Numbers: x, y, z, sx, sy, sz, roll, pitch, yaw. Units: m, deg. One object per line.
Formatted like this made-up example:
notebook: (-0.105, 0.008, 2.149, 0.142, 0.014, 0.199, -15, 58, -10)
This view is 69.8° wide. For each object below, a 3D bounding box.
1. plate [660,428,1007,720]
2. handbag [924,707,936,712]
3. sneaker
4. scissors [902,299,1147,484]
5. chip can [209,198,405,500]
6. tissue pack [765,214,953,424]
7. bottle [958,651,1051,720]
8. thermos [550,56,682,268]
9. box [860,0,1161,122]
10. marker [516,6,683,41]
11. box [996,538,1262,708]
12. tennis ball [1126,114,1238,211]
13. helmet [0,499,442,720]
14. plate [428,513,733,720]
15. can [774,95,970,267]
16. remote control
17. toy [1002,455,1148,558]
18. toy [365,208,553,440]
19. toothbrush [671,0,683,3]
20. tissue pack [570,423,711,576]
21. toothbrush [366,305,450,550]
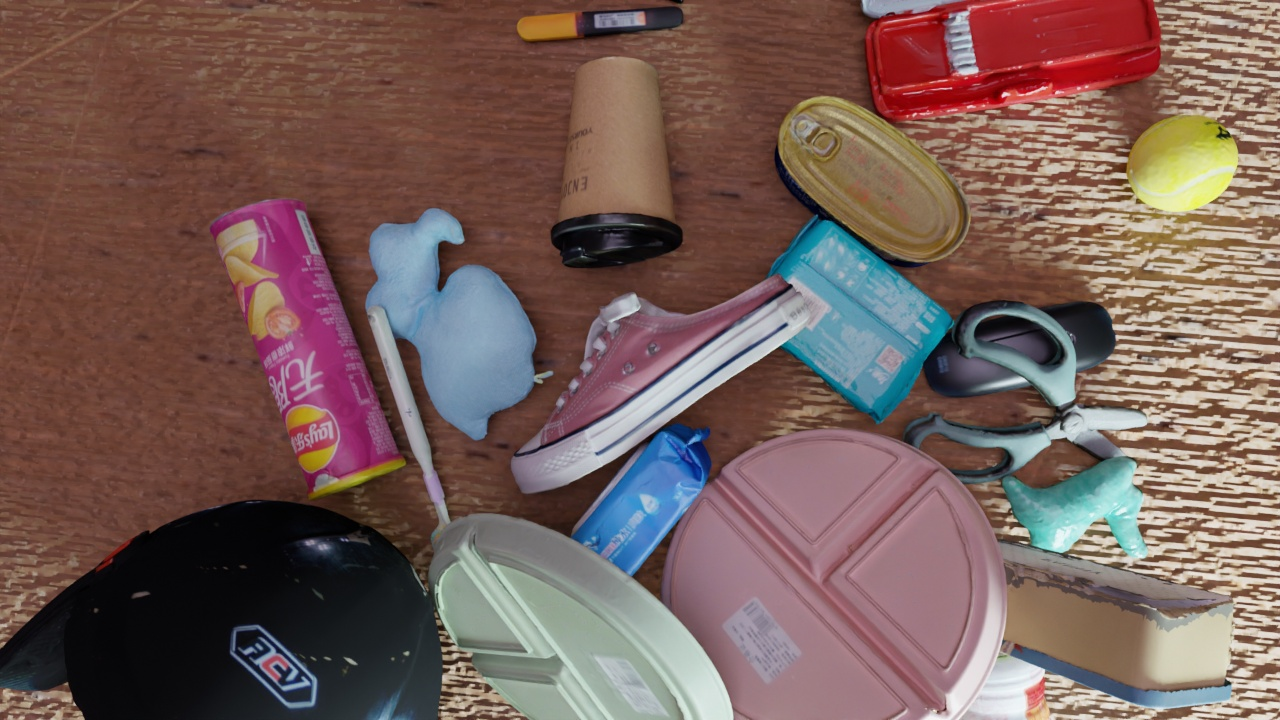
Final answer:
plate: (0.115, 0.144, 0.598, 0.230, 0.028, 0.229, -13, 56, 20)
handbag: (0.127, 0.275, 0.651, 0.163, 0.063, 0.179, -12, 103, 4)
sneaker: (-0.004, 0.004, 0.624, 0.241, 0.118, 0.088, -35, 89, 21)
scissors: (0.272, 0.020, 0.636, 0.177, 0.019, 0.172, -3, 110, 3)
chip can: (-0.242, -0.009, 0.668, 0.071, 0.071, 0.210, -22, 87, 3)
tissue pack: (0.147, -0.029, 0.650, 0.133, 0.050, 0.093, 39, 91, 3)
bottle: (0.254, 0.290, 0.633, 0.068, 0.068, 0.197, -10, 93, 4)
thermos: (-0.017, -0.134, 0.648, 0.093, 0.093, 0.143, -1, 82, 4)
box: (0.256, -0.255, 0.639, 0.201, 0.063, 0.160, -8, 108, 5)
marker: (-0.030, -0.251, 0.684, 0.124, 0.015, 0.018, -5, 90, 2)
box: (0.270, 0.158, 0.570, 0.089, 0.184, 0.063, 6, 91, -26)
tennis ball: (0.369, -0.135, 0.627, 0.065, 0.065, 0.065, 0, 89, 4)
helmet: (-0.237, 0.199, 0.572, 0.229, 0.275, 0.233, -42, 92, -24)
plate: (-0.048, 0.192, 0.595, 0.230, 0.231, 0.027, 37, 50, 4)
can: (0.161, -0.124, 0.650, 0.148, 0.049, 0.074, 38, 92, 4)
remote control: (0.272, -0.008, 0.653, 0.136, 0.024, 0.053, -14, 88, 4)
toy: (0.314, 0.106, 0.647, 0.092, 0.030, 0.096, -29, 94, 5)
toy: (-0.135, -0.026, 0.669, 0.156, 0.049, 0.161, 14, 103, 18)
toothbrush: (-0.053, -0.308, 0.687, 0.189, 0.014, 0.017, 24, 79, 3)
tissue pack: (-0.007, 0.107, 0.639, 0.052, 0.095, 0.157, 39, 94, 5)
toothbrush: (-0.168, 0.051, 0.672, 0.029, 0.020, 0.189, -7, 101, 44)
